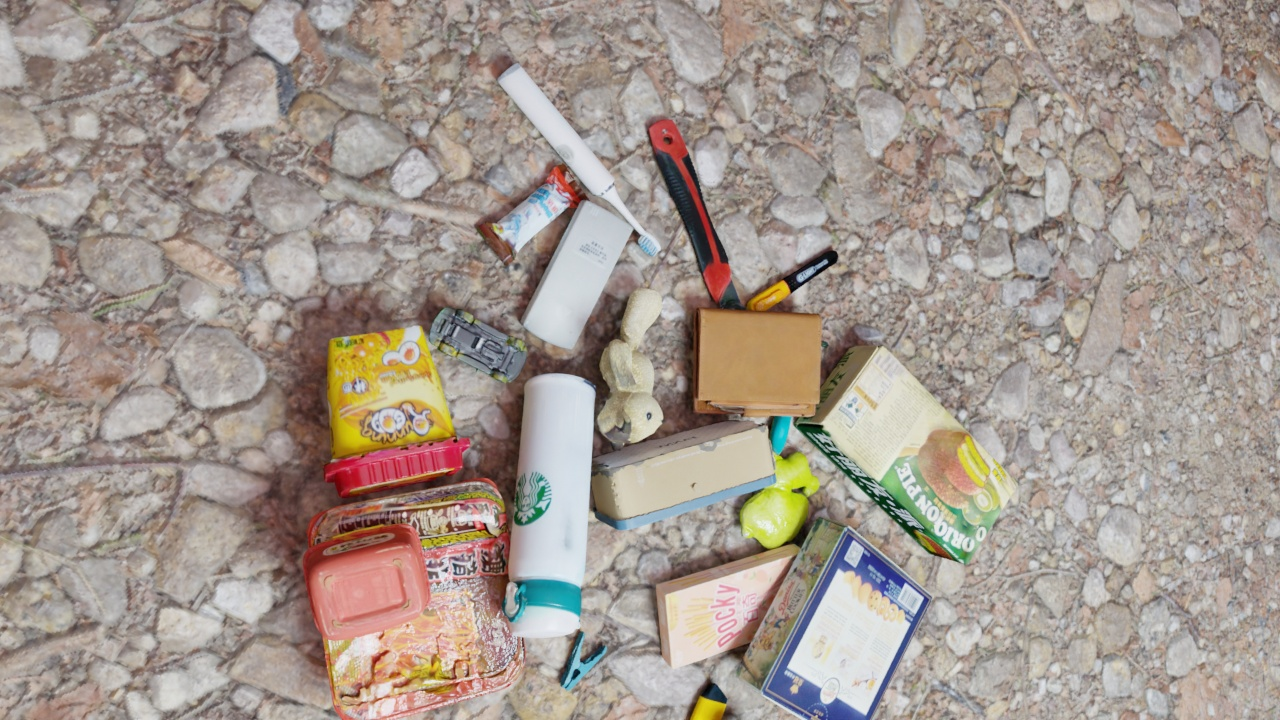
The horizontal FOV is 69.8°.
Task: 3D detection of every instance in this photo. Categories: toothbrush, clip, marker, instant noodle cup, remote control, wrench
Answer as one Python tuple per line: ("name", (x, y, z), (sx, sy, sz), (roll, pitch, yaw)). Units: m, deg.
("toothbrush", (-0.053, -0.186, 0.873), (0.221, 0.027, 0.026), (49, 55, -14))
("clip", (-0.058, 0.288, 0.873), (0.034, 0.013, 0.055), (34, 78, -17))
("marker", (0.161, -0.082, 0.961), (0.123, 0.015, 0.018), (-33, 105, -20))
("instant noodle cup", (-0.190, 0.202, 0.788), (0.164, 0.079, 0.189), (-8, 91, -21))
("remote control", (-0.060, -0.079, 0.862), (0.056, 0.019, 0.135), (26, 90, -24))
("wrench", (0.065, -0.109, 0.923), (0.056, 0.016, 0.273), (-20, 97, -21))
("instant noodle cup", (-0.213, 0.043, 0.769), (0.116, 0.116, 0.123), (-10, 82, -21))

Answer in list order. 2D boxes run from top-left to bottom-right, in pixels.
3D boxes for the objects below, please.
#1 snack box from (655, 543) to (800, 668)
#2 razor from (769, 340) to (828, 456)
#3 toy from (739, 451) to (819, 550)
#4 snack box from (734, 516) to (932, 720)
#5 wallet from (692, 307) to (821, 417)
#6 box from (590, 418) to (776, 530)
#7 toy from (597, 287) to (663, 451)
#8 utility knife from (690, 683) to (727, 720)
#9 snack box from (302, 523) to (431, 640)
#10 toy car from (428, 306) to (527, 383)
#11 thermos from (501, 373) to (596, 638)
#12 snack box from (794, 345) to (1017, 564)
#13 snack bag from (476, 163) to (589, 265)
("snack box", (0.093, 0.243, 0.915), (0.157, 0.026, 0.084), (-12, 109, -21))
("razor", (0.156, 0.036, 0.950), (0.043, 0.028, 0.132), (18, 80, -6))
("toy", (0.145, 0.145, 0.944), (0.096, 0.031, 0.100), (-2, 90, -23))
("snack box", (0.201, 0.278, 0.932), (0.178, 0.046, 0.182), (40, 76, -34))
("wallet", (0.117, 0.003, 0.914), (0.131, 0.031, 0.108), (2, 87, -14))
("box", (0.033, 0.107, 0.871), (0.184, 0.090, 0.063), (-16, 96, -18))
("toy", (-0.005, 0.005, 0.853), (0.066, 0.105, 0.157), (11, 64, -4))
("utility knife", (0.044, 0.413, 0.910), (0.033, 0.015, 0.190), (25, 81, -22))
("snack box", (-0.207, 0.172, 0.700), (0.091, 0.080, 0.082), (-12, 91, -17))
("toy car", (-0.147, -0.014, 0.829), (0.091, 0.036, 0.043), (29, 78, -18))
("thermos", (-0.079, 0.125, 0.793), (0.073, 0.073, 0.223), (13, 62, -21))
("snack box", (0.287, 0.101, 0.982), (0.240, 0.063, 0.114), (42, 76, -16))
("snack bag", (-0.099, -0.136, 0.854), (0.104, 0.026, 0.048), (-39, 95, -17))
